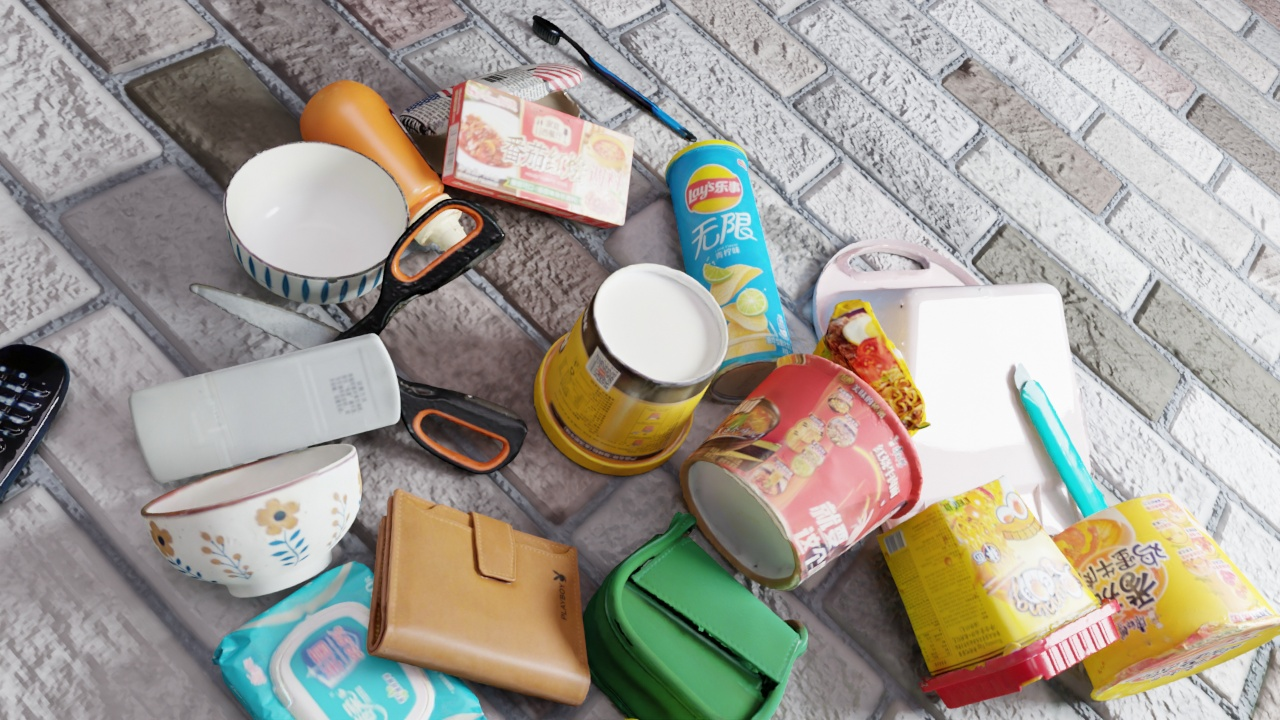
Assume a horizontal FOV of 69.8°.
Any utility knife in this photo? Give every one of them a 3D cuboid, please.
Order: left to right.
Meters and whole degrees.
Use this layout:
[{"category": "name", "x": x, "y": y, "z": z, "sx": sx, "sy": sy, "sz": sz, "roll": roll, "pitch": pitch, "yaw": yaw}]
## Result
[{"category": "utility knife", "x": 0.341, "y": 0.074, "z": 0.739, "sx": 0.029, "sy": 0.013, "sz": 0.166, "roll": -35, "pitch": 99, "yaw": -24}]

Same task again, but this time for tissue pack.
[{"category": "tissue pack", "x": -0.155, "y": 0.183, "z": 0.501, "sx": 0.133, "sy": 0.050, "sz": 0.093, "roll": 46, "pitch": 54, "yaw": 9}]

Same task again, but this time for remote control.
[{"category": "remote control", "x": -0.371, "y": 0.051, "z": 0.513, "sx": 0.053, "sy": 0.024, "sz": 0.136, "roll": 22, "pitch": 56, "yaw": -9}, {"category": "remote control", "x": -0.222, "y": 0.027, "z": 0.552, "sx": 0.150, "sy": 0.021, "sz": 0.058, "roll": -14, "pitch": 99, "yaw": -11}]

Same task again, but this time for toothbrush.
[{"category": "toothbrush", "x": -0.025, "y": -0.257, "z": 0.845, "sx": 0.189, "sy": 0.016, "sz": 0.014, "roll": 37, "pitch": 45, "yaw": 0}]

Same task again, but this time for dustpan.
[{"category": "dustpan", "x": 0.257, "y": 0.023, "z": 0.786, "sx": 0.222, "sy": 0.139, "sz": 0.273, "roll": -1, "pitch": 89, "yaw": -24}]

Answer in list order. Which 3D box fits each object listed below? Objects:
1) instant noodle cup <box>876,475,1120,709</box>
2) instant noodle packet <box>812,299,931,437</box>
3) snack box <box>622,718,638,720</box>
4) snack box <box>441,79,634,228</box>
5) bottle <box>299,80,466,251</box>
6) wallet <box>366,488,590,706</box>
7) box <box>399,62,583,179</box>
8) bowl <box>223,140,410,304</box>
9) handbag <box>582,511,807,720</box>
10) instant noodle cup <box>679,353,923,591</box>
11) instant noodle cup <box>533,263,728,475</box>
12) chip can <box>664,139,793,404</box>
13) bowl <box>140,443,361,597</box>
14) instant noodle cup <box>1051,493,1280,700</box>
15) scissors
[{"category": "instant noodle cup", "x": 0.236, "y": 0.155, "z": 0.629, "sx": 0.116, "sy": 0.116, "sz": 0.123, "roll": -14, "pitch": 67, "yaw": -28}, {"category": "instant noodle packet", "x": 0.153, "y": 0.030, "z": 0.666, "sx": 0.044, "sy": 0.129, "sz": 0.110, "roll": -15, "pitch": 64, "yaw": -16}, {"category": "snack box", "x": 0.000, "y": 0.254, "z": 0.503, "sx": 0.091, "sy": 0.082, "sz": 0.080, "roll": 37, "pitch": 64, "yaw": 4}, {"category": "snack box", "x": -0.076, "y": -0.156, "z": 0.708, "sx": 0.152, "sy": 0.025, "sz": 0.075, "roll": 10, "pitch": 84, "yaw": -36}, {"category": "bottle", "x": -0.183, "y": -0.137, "z": 0.680, "sx": 0.149, "sy": 0.067, "sz": 0.066, "roll": 47, "pitch": 55, "yaw": 1}, {"category": "wallet", "x": -0.091, "y": 0.137, "z": 0.535, "sx": 0.131, "sy": 0.031, "sz": 0.107, "roll": 27, "pitch": 33, "yaw": -29}, {"category": "box", "x": -0.117, "y": -0.209, "z": 0.735, "sx": 0.163, "sy": 0.082, "sz": 0.075, "roll": -30, "pitch": 69, "yaw": -30}, {"category": "bowl", "x": -0.220, "y": -0.085, "z": 0.628, "sx": 0.116, "sy": 0.066, "sz": 0.116, "roll": 10, "pitch": 57, "yaw": -15}, {"category": "handbag", "x": 0.035, "y": 0.173, "z": 0.577, "sx": 0.131, "sy": 0.068, "sz": 0.119, "roll": 43, "pitch": 47, "yaw": 9}, {"category": "instant noodle cup", "x": 0.102, "y": 0.081, "z": 0.619, "sx": 0.108, "sy": 0.138, "sz": 0.138, "roll": -36, "pitch": 78, "yaw": -26}, {"category": "instant noodle cup", "x": -0.004, "y": 0.004, "z": 0.630, "sx": 0.118, "sy": 0.115, "sz": 0.118, "roll": 9, "pitch": 58, "yaw": -15}, {"category": "chip can", "x": 0.070, "y": -0.073, "z": 0.732, "sx": 0.071, "sy": 0.071, "sz": 0.210, "roll": 2, "pitch": 60, "yaw": -20}, {"category": "bowl", "x": -0.208, "y": 0.092, "z": 0.512, "sx": 0.113, "sy": 0.114, "sz": 0.062, "roll": -19, "pitch": 101, "yaw": -30}, {"category": "instant noodle cup", "x": 0.370, "y": 0.169, "z": 0.669, "sx": 0.138, "sy": 0.138, "sz": 0.109, "roll": -2, "pitch": 54, "yaw": -23}, {"category": "scissors", "x": -0.164, "y": -0.004, "z": 0.587, "sx": 0.221, "sy": 0.022, "sz": 0.233, "roll": 45, "pitch": 83, "yaw": -17}]
